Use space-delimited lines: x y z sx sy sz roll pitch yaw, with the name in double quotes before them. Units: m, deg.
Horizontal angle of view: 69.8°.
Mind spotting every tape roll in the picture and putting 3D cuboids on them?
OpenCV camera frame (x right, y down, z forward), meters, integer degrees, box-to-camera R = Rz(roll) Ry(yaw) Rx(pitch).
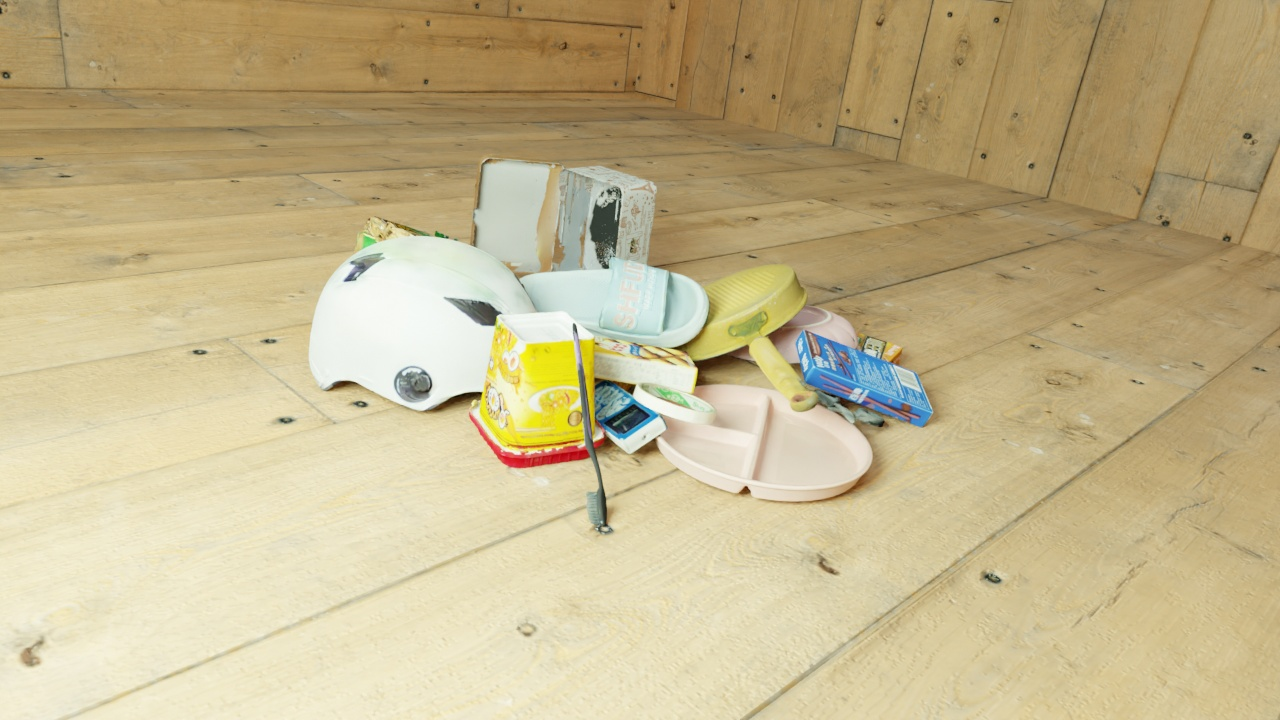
"tape roll" 0.035 0.043 0.924 0.086 0.014 0.085 18 9 -3

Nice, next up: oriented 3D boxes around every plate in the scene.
"plate" 0.121 0.082 0.942 0.229 0.028 0.229 6 21 -3
"plate" 0.190 -0.042 1.208 0.192 0.039 0.192 -2 18 1

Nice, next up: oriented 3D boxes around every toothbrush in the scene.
"toothbrush" -0.049 0.054 0.812 0.017 0.188 0.014 -15 -19 18

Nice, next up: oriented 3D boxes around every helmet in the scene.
"helmet" -0.227 -0.058 1.002 0.259 0.146 0.228 8 22 9

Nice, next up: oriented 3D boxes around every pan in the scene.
"pan" 0.129 -0.026 1.076 0.197 0.078 0.357 -26 17 -1

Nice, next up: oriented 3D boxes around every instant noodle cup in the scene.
"instant noodle cup" -0.097 0.024 0.888 0.115 0.124 0.116 -5 25 -29

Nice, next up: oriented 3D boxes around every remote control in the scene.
"remote control" -0.023 0.056 0.935 0.049 0.024 0.125 -34 29 -16

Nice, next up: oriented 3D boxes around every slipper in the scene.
"slipper" -0.040 -0.077 1.081 0.245 0.074 0.103 4 53 11

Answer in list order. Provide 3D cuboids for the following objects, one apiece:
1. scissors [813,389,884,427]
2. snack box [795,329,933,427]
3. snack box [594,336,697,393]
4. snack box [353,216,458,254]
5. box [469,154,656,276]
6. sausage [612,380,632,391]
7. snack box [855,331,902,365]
"scissors" 0.216 0.053 0.988 0.164 0.014 0.164 18 9 -32
"snack box" 0.259 0.020 1.070 0.157 0.026 0.084 20 31 -11
"snack box" -0.012 0.002 1.011 0.140 0.034 0.087 8 12 -6
"snack box" -0.302 -0.120 1.212 0.118 0.118 0.105 28 18 35
"box" -0.113 -0.199 1.352 0.269 0.180 0.136 11 23 6
"sausage" -0.006 0.006 1.093 0.021 0.021 0.164 12 23 11
"snack box" 0.283 0.002 1.191 0.075 0.026 0.153 19 25 25
